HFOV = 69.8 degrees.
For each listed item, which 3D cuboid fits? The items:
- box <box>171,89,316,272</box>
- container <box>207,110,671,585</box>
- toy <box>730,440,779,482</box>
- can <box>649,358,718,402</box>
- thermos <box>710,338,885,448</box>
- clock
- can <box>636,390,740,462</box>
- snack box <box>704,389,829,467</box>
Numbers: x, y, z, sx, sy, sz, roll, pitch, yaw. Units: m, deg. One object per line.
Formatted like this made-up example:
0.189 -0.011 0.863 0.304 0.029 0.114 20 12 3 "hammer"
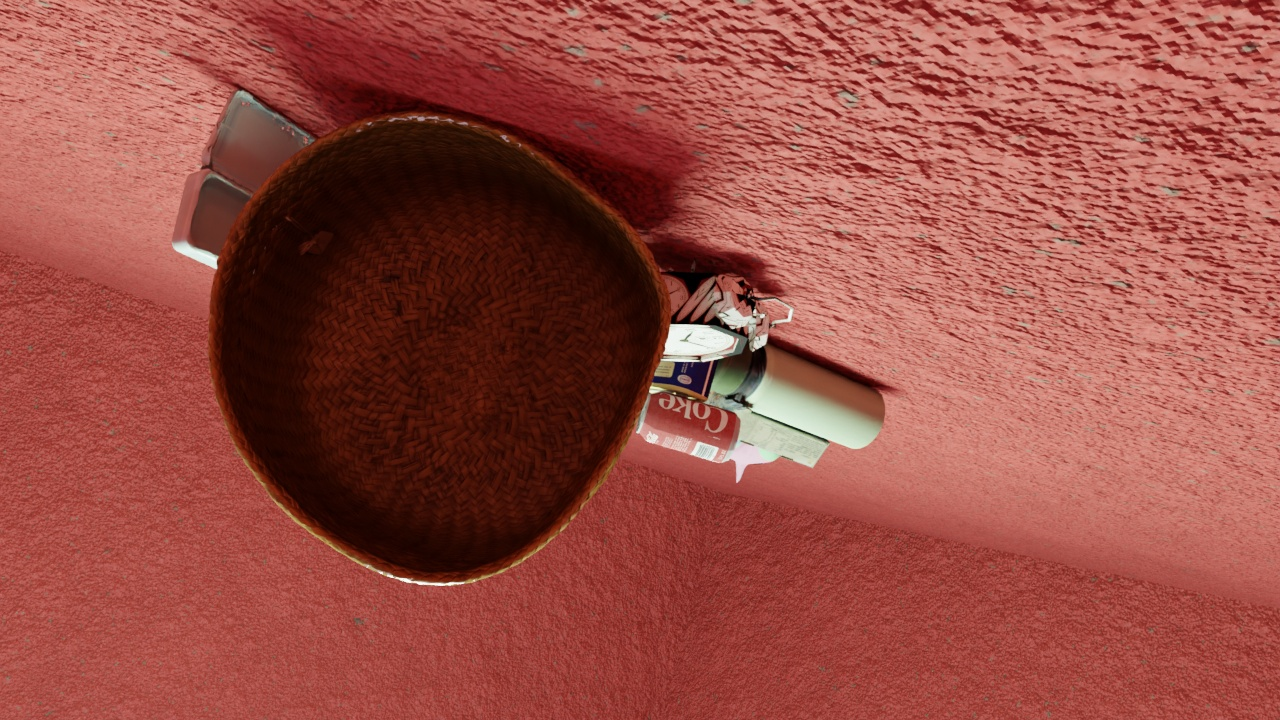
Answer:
-0.279 -0.114 0.756 0.041 0.134 0.197 2 165 27 "box"
-0.142 -0.006 0.690 0.307 0.306 0.197 17 174 -3 "container"
0.120 0.097 1.394 0.222 0.120 0.171 24 167 0 "toy"
0.033 -0.010 0.962 0.056 0.092 0.116 24 167 -39 "can"
0.165 0.035 1.028 0.231 0.082 0.082 21 169 -28 "thermos"
0.057 -0.046 0.800 0.155 0.065 0.114 -5 162 21 "clock"
0.048 0.066 0.924 0.096 0.054 0.054 17 170 -5 "can"
0.137 0.056 1.111 0.144 0.043 0.145 21 -159 -25 "snack box"
